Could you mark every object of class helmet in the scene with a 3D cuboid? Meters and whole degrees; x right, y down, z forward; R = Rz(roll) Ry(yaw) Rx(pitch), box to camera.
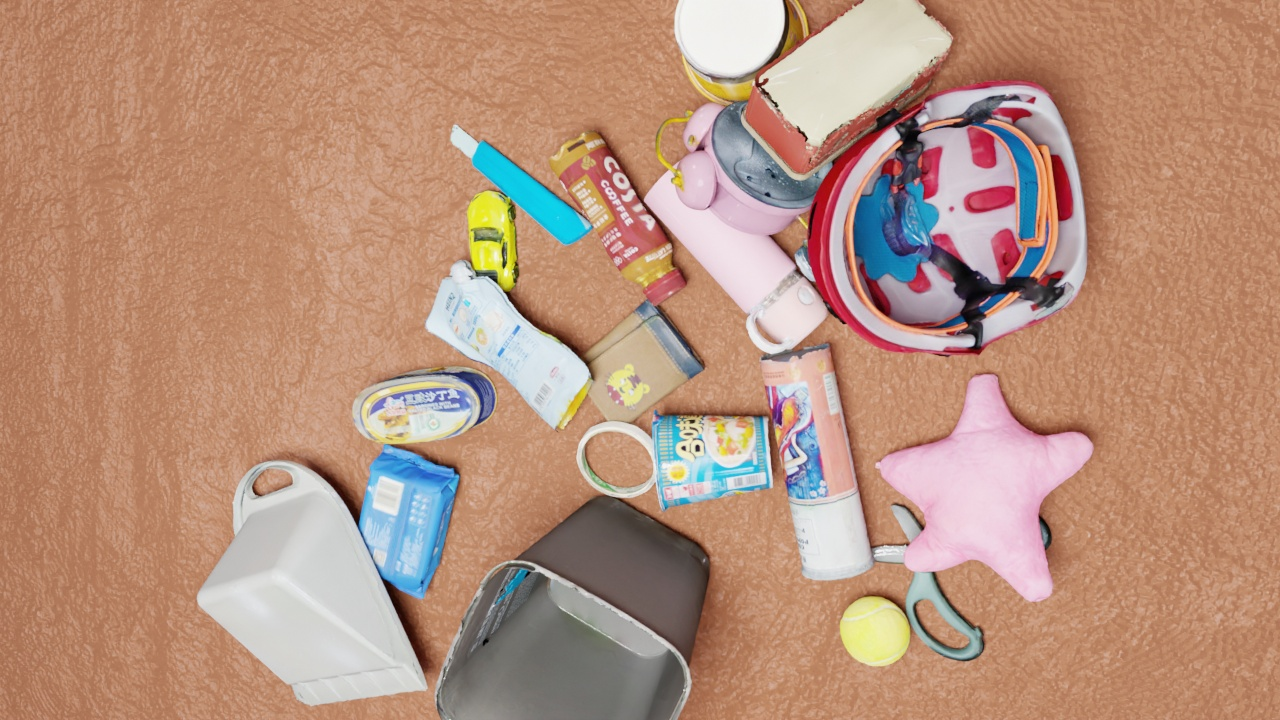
[{"bbox_3d":[0.235,-0.111,0.769,0.240,0.144,0.207,-20,102,-9],"label":"helmet"}]

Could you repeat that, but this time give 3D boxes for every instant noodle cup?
[{"bbox_3d":[0.071,0.093,0.887,0.110,0.099,0.099,-5,98,7],"label":"instant noodle cup"},{"bbox_3d":[0.086,-0.287,0.807,0.118,0.114,0.118,2,100,14],"label":"instant noodle cup"}]

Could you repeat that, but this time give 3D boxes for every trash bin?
[{"bbox_3d":[-0.045,0.253,0.866,0.198,0.219,0.199,28,110,7],"label":"trash bin"}]

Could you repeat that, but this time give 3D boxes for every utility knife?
[{"bbox_3d":[-0.126,-0.179,0.926,0.179,0.018,0.034,40,91,6],"label":"utility knife"}]

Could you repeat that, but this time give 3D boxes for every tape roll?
[{"bbox_3d":[-0.022,0.102,0.935,0.086,0.013,0.086,7,119,12],"label":"tape roll"}]

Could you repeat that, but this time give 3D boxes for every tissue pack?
[{"bbox_3d":[-0.255,0.175,0.997,0.095,0.052,0.157,18,103,12],"label":"tissue pack"}]

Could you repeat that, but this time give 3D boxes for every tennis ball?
[{"bbox_3d":[0.227,0.262,0.888,0.065,0.065,0.065,2,99,13],"label":"tennis ball"}]

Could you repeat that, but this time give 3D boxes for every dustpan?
[{"bbox_3d":[-0.365,0.246,1.027,0.223,0.142,0.258,-20,122,33],"label":"dustpan"}]

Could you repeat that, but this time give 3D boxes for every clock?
[{"bbox_3d":[0.089,-0.174,0.815,0.158,0.060,0.117,17,59,-12],"label":"clock"}]

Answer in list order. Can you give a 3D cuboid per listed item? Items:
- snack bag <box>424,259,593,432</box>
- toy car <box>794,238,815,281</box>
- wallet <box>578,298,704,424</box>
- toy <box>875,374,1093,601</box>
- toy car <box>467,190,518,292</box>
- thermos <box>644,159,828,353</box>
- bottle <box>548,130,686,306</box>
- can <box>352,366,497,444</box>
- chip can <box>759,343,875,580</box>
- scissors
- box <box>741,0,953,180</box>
[{"bbox_3d":[-0.136,-0.015,0.931,0.191,0.038,0.111,40,140,10],"label":"snack bag"},{"bbox_3d":[0.181,-0.107,0.841,0.090,0.034,0.043,-36,89,-19],"label":"toy car"},{"bbox_3d":[-0.005,0.005,0.921,0.115,0.033,0.090,-38,90,20],"label":"wallet"},{"bbox_3d":[0.303,0.107,0.836,0.179,0.074,0.194,14,84,28],"label":"toy"},{"bbox_3d":[-0.153,-0.120,0.935,0.048,0.032,0.105,0,97,14],"label":"toy car"},{"bbox_3d":[0.086,-0.094,0.856,0.198,0.087,0.067,50,148,2],"label":"thermos"},{"bbox_3d":[-0.018,-0.135,0.886,0.057,0.057,0.175,-34,90,16],"label":"bottle"},{"bbox_3d":[-0.229,0.048,0.971,0.148,0.049,0.074,-7,97,15],"label":"can"},{"bbox_3d":[0.168,0.094,0.872,0.071,0.071,0.215,-11,96,15],"label":"chip can"},{"bbox_3d":[0.309,0.213,0.885,0.170,0.019,0.179,-7,98,13],"label":"scissors"},{"bbox_3d":[0.176,-0.238,0.772,0.168,0.077,0.091,-38,79,-13],"label":"box"}]
